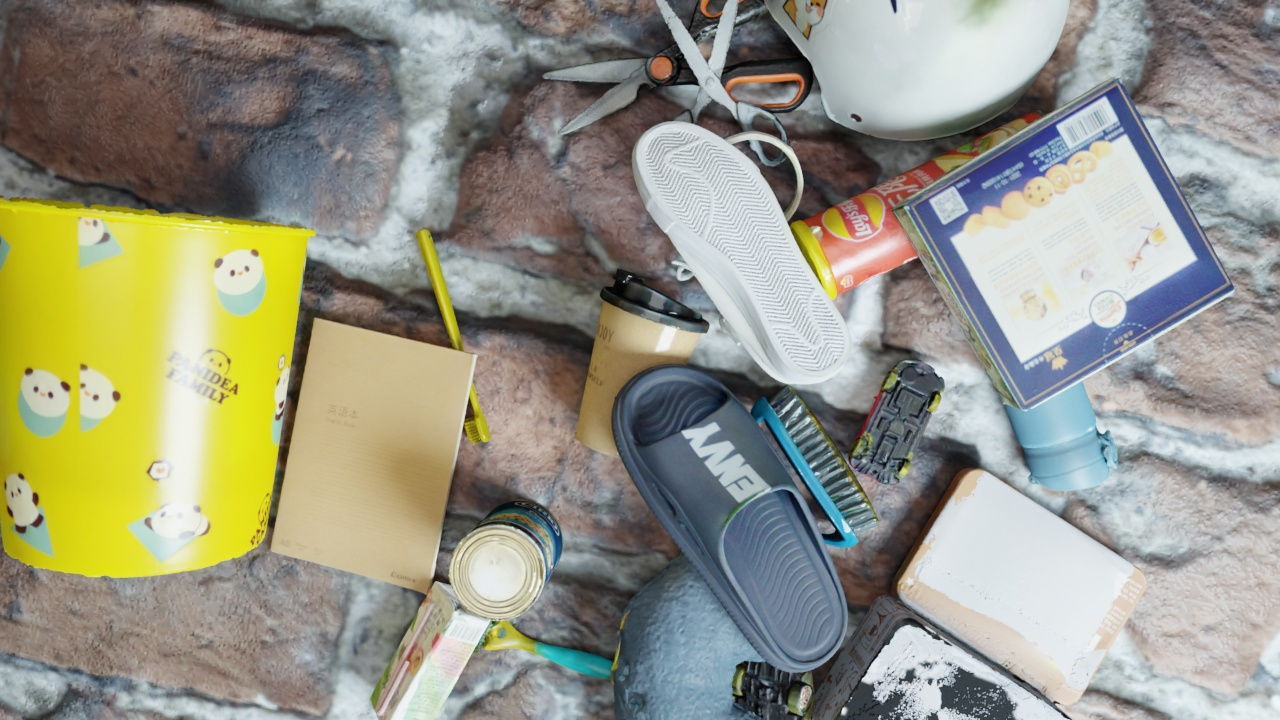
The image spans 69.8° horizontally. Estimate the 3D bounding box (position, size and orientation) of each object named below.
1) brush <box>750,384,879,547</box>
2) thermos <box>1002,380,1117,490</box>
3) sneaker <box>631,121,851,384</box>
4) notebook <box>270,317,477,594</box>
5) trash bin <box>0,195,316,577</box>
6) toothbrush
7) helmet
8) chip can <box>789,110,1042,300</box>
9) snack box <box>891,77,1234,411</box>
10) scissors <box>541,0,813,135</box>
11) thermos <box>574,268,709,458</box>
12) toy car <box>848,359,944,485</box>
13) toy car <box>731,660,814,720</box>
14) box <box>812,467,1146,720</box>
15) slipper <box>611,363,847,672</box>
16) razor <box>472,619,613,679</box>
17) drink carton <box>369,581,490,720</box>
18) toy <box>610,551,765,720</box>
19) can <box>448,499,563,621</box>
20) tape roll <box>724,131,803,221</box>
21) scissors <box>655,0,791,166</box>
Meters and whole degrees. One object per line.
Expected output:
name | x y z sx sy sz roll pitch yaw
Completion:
brush | 0.134 0.094 0.759 0.073 0.055 0.144 -33 90 1
thermos | 0.317 -0.002 0.744 0.070 0.070 0.220 -22 90 3
sneaker | 0.077 -0.084 0.744 0.089 0.091 0.242 -34 87 -9
notebook | -0.232 0.082 0.790 0.149 0.012 0.211 13 94 8
trash bin | -0.379 0.012 0.705 0.229 0.229 0.255 7 97 2
toothbrush | -0.164 -0.020 0.790 0.017 0.015 0.190 -16 91 9
helmet | 0.216 -0.313 0.687 0.230 0.157 0.274 -15 88 -5
chip can | 0.232 -0.124 0.742 0.216 0.073 0.073 -25 90 2
snack box | 0.313 -0.084 0.685 0.178 0.046 0.182 -30 93 2
scissors | 0.035 -0.258 0.771 0.224 0.021 0.204 17 92 2
thermos | -0.004 0.004 0.751 0.093 0.093 0.143 20 100 2
toy car | 0.214 0.050 0.766 0.049 0.031 0.106 25 91 1
toy car | 0.109 0.318 0.767 0.070 0.042 0.158 5 93 39
box | 0.279 0.238 0.751 0.177 0.082 0.260 33 89 2
slipper | 0.085 0.114 0.689 0.110 0.083 0.268 -34 94 -25
razor | -0.077 0.249 0.786 0.132 0.028 0.043 16 61 4
drink carton | -0.180 0.253 0.773 0.045 0.053 0.122 29 93 -36
toy | 0.045 0.254 0.738 0.138 0.091 0.356 -5 77 24
can | -0.106 0.159 0.744 0.075 0.111 0.075 0 91 2
tape roll | 0.091 -0.146 0.761 0.086 0.013 0.086 2 112 4
scissors | 0.060 -0.221 0.744 0.159 0.014 0.181 23 116 -10
